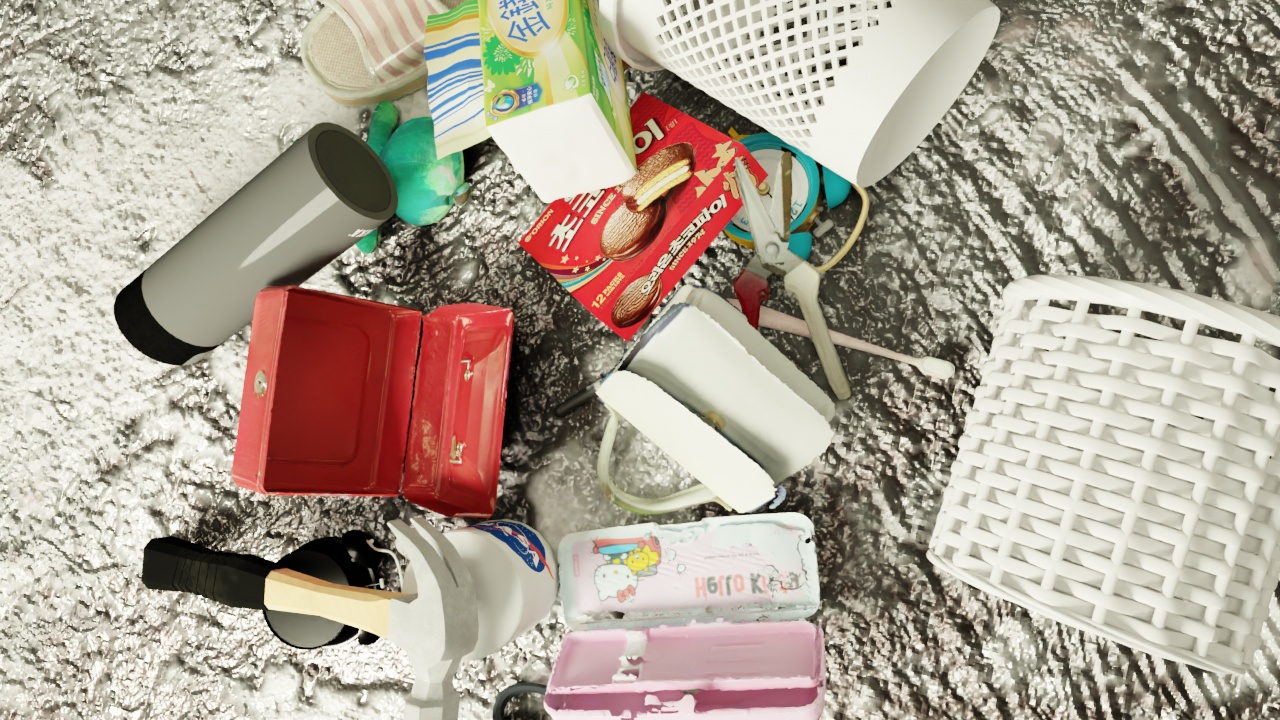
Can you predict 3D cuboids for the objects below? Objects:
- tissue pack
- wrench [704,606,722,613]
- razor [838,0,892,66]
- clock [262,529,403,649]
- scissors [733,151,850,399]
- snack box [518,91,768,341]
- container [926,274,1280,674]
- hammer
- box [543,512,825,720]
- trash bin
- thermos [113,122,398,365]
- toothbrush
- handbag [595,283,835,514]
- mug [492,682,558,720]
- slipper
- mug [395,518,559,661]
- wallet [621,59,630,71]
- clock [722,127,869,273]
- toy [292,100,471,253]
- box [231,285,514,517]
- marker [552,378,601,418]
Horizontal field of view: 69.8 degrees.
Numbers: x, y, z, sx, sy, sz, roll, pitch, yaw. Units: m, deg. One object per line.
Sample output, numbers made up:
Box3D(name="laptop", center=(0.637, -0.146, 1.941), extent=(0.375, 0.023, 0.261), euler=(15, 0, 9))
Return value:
Box3D(name="tissue pack", center=(-0.092, -0.219, 0.673), extent=(0.141, 0.120, 0.197), euler=(-13, 60, 14))
Box3D(name="wrench", center=(0.060, 0.293, 0.679), extent=(0.066, 0.018, 0.273), euler=(-7, 83, 11))
Box3D(name="razor", center=(0.202, -0.274, 0.684), extent=(0.143, 0.047, 0.052), euler=(-48, 54, 7))
Box3D(name="clock", center=(-0.245, 0.185, 0.734), extent=(0.121, 0.042, 0.091), euler=(-12, 83, 10))
Box3D(name="scissors", center=(0.099, -0.042, 0.658), extent=(0.179, 0.015, 0.185), euler=(35, 116, -11))
Box3D(name="snack box", center=(-0.003, -0.110, 0.678), extent=(0.152, 0.036, 0.132), euler=(-50, 44, 4))
Box3D(name="container", center=(0.294, 0.064, 0.563), extent=(0.189, 0.189, 0.187), euler=(17, 90, 12))
Box3D(name="hammer", center=(-0.258, 0.171, 0.678), extent=(0.329, 0.039, 0.131), euler=(2, 88, 30))
Box3D(name="box", center=(0.033, 0.193, 0.667), extent=(0.202, 0.066, 0.153), euler=(-8, 54, 18))
Box3D(name="trash bin", center=(0.112, -0.229, 0.610), extent=(0.199, 0.195, 0.195), euler=(43, 94, 16))
Box3D(name="thermos", center=(-0.303, -0.083, 0.716), extent=(0.241, 0.082, 0.082), euler=(-30, 80, 24))
Box3D(name="toothbrush", center=(0.144, -0.018, 0.687), extent=(0.181, 0.018, 0.015), euler=(17, 88, 13))
Box3D(name="handbag", center=(0.032, 0.054, 0.662), extent=(0.151, 0.073, 0.176), euler=(42, 115, -4))
Box3D(name="mug", center=(-0.088, 0.296, 0.687), extent=(0.077, 0.071, 0.104), euler=(1, 59, 11))
Box3D(name="slipper", center=(-0.169, -0.307, 0.754), extent=(0.263, 0.052, 0.115), euler=(-28, 82, 7))
Box3D(name="mug", center=(-0.130, 0.161, 0.689), extent=(0.121, 0.090, 0.091), euler=(29, 91, 12))
Box3D(name="wallet", center=(-0.057, -0.250, 0.747), extent=(0.121, 0.013, 0.087), euler=(-36, 75, 6))
Box3D(name="clock", center=(0.105, -0.121, 0.691), extent=(0.130, 0.043, 0.099), euler=(33, 92, 19))
Box3D(name="toy", center=(-0.211, -0.155, 0.745), extent=(0.194, 0.072, 0.130), euler=(1, 86, 20))
Box3D(name="box", center=(-0.204, 0.029, 0.680), extent=(0.170, 0.157, 0.156), euler=(7, 84, -26))
Box3D(name="marker", center=(-0.004, 0.004, 0.717), extent=(0.152, 0.011, 0.011), euler=(-31, 80, 7))
